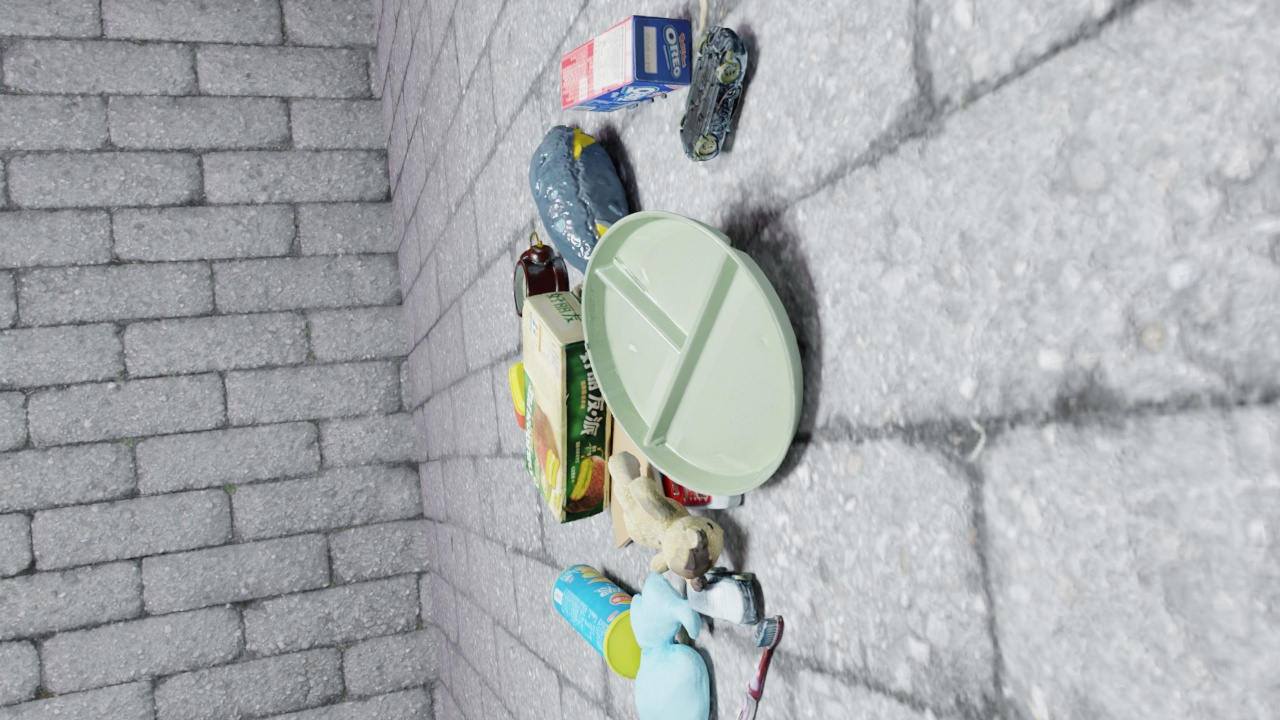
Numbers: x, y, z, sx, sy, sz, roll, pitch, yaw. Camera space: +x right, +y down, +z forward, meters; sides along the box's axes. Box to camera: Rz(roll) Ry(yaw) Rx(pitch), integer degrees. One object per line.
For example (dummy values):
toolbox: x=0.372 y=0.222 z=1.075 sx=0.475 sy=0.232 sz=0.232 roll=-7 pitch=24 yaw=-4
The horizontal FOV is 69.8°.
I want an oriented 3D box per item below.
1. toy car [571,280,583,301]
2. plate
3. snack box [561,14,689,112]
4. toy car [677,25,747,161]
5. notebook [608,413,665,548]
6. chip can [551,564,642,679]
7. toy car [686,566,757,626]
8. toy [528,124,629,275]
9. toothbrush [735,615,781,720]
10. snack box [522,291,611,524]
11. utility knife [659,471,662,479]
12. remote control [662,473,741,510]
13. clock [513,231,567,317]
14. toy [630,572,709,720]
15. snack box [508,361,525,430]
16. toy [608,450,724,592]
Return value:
toy car: x=-0.052 y=-0.048 z=1.023 sx=0.042 sy=0.035 sz=0.090 roll=105 pitch=149 yaw=-47
plate: x=0.035 y=-0.005 z=0.708 sx=0.230 sy=0.027 sz=0.231 roll=28 pitch=130 yaw=39
snack box: x=-0.019 y=-0.269 z=0.851 sx=0.208 sy=0.057 sz=0.058 roll=-159 pitch=68 yaw=-67
toy car: x=0.056 y=-0.202 z=0.703 sx=0.106 sy=0.031 sz=0.049 roll=108 pitch=150 yaw=-43
notebook: x=-0.015 y=0.105 z=0.966 sx=0.212 sy=0.012 sz=0.149 roll=119 pitch=142 yaw=-65
chip can: x=-0.038 y=0.282 z=1.014 sx=0.210 sy=0.071 sz=0.071 roll=-178 pitch=83 yaw=-70
toy car: x=0.068 y=0.198 z=0.767 sx=0.091 sy=0.034 sz=0.043 roll=163 pitch=104 yaw=-67
toy: x=-0.061 y=-0.166 z=0.961 sx=0.138 sy=0.091 sz=0.355 roll=66 pitch=-178 yaw=-51
toothbrush: x=0.088 y=0.275 z=0.753 sx=0.016 sy=0.017 sz=0.188 roll=-120 pitch=33 yaw=-50
snack box: x=-0.083 y=0.054 z=1.019 sx=0.114 sy=0.063 sz=0.240 roll=48 pitch=143 yaw=49
utility knife: x=0.023 y=0.073 z=0.879 sx=0.161 sy=0.018 sz=0.034 roll=104 pitch=155 yaw=-45
remote control: x=0.050 y=0.104 z=0.809 sx=0.136 sy=0.020 sz=0.056 roll=155 pitch=109 yaw=-68
clock: x=-0.131 y=-0.106 z=1.185 sx=0.082 sy=0.055 sz=0.122 roll=174 pitch=93 yaw=-70
toy: x=0.028 y=0.292 z=0.868 sx=0.156 sy=0.049 sz=0.162 roll=62 pitch=142 yaw=28
snack box: x=-0.116 y=0.046 z=1.138 sx=0.080 sy=0.091 sz=0.082 roll=108 pitch=151 yaw=-59
toy: x=0.016 y=0.134 z=0.800 sx=0.157 sy=0.066 sz=0.105 roll=41 pitch=143 yaw=51
